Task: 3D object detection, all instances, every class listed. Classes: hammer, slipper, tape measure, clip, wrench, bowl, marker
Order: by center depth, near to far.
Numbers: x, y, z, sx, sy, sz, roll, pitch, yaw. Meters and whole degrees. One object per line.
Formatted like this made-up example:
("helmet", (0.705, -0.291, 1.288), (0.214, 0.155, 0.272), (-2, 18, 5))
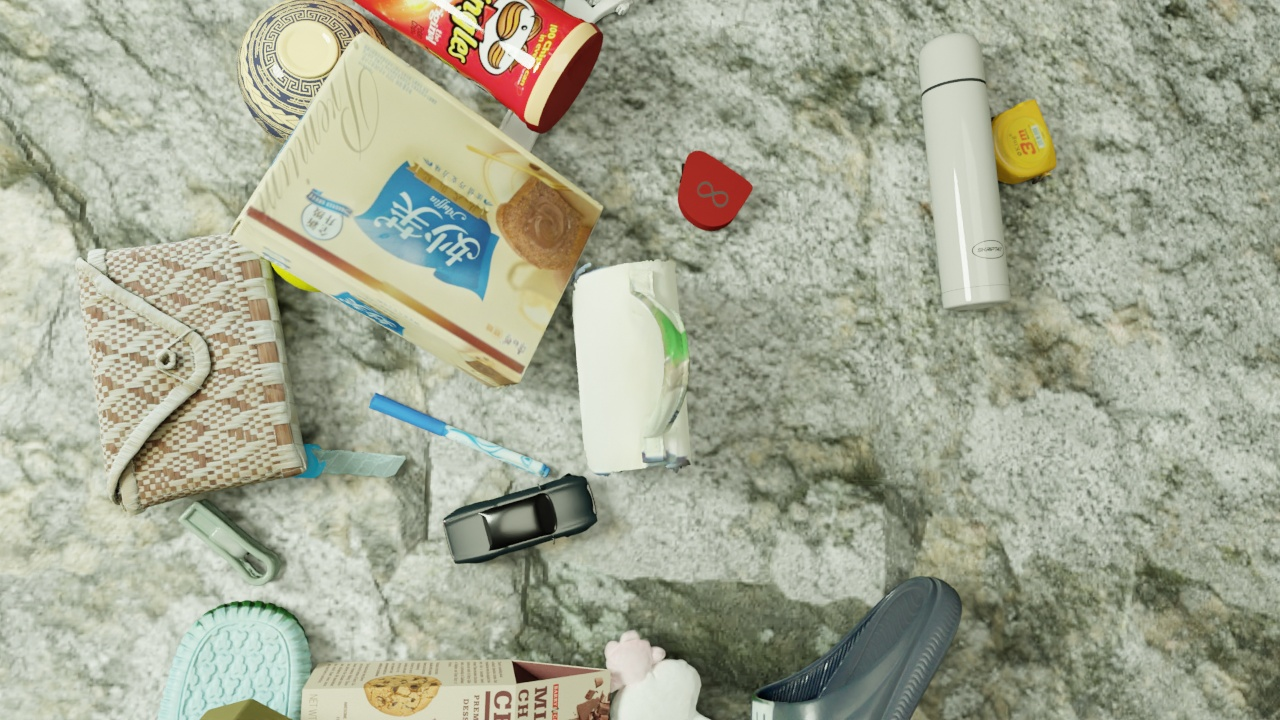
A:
("hammer", (-0.176, 0.285, 0.425), (0.190, 0.325, 0.100), (31, 81, -7))
("slipper", (-0.284, 0.302, 0.611), (0.116, 0.070, 0.275), (9, 69, -11))
("clip", (-0.285, 0.128, 0.641), (0.076, 0.043, 0.023), (42, 81, -6))
("bowl", (-0.234, -0.212, 0.660), (0.112, 0.061, 0.112), (1, 85, -11))
("slipper", (0.135, 0.258, 0.672), (0.083, 0.111, 0.267), (38, 77, -3))
("marker", (-0.133, 0.057, 0.683), (0.142, 0.013, 0.013), (24, 81, -8))
("wrench", (-0.074, -0.220, 0.715), (0.066, 0.018, 0.273), (27, 82, -7))
("tape measure", (0.052, -0.133, 0.731), (0.059, 0.019, 0.051), (34, 82, 1))
("tape measure", (0.317, -0.180, 0.779), (0.059, 0.030, 0.068), (-21, 88, -12))

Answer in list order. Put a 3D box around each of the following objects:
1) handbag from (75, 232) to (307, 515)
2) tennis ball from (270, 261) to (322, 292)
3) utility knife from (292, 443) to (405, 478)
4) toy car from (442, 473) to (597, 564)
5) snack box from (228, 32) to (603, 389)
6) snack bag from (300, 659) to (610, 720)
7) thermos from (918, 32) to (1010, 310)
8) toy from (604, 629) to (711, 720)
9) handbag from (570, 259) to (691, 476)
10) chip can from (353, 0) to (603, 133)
("handbag", (-0.308, 0.003, 0.629), (0.124, 0.047, 0.185), (-11, 81, -14))
("tennis ball", (-0.228, -0.081, 0.649), (0.065, 0.065, 0.065), (1, 85, -11))
("utility knife", (-0.274, 0.067, 0.655), (0.206, 0.015, 0.031), (5, 89, -12))
("toy car", (-0.088, 0.117, 0.676), (0.112, 0.034, 0.046), (-15, 88, -12))
("snack box", (-0.143, -0.096, 0.630), (0.207, 0.055, 0.153), (33, 68, -24))
("snack bag", (-0.124, 0.265, 0.639), (0.206, 0.070, 0.094), (3, 86, -10))
("thermos", (0.265, -0.155, 0.755), (0.052, 0.052, 0.224), (-4, 86, -11))
("toy", (0.014, 0.258, 0.683), (0.076, 0.037, 0.125), (-35, 90, -8))
("handbag", (-0.004, 0.004, 0.629), (0.074, 0.176, 0.151), (-3, 87, -10))
("chip can", (-0.137, -0.258, 0.659), (0.213, 0.087, 0.087), (34, 80, 0))
